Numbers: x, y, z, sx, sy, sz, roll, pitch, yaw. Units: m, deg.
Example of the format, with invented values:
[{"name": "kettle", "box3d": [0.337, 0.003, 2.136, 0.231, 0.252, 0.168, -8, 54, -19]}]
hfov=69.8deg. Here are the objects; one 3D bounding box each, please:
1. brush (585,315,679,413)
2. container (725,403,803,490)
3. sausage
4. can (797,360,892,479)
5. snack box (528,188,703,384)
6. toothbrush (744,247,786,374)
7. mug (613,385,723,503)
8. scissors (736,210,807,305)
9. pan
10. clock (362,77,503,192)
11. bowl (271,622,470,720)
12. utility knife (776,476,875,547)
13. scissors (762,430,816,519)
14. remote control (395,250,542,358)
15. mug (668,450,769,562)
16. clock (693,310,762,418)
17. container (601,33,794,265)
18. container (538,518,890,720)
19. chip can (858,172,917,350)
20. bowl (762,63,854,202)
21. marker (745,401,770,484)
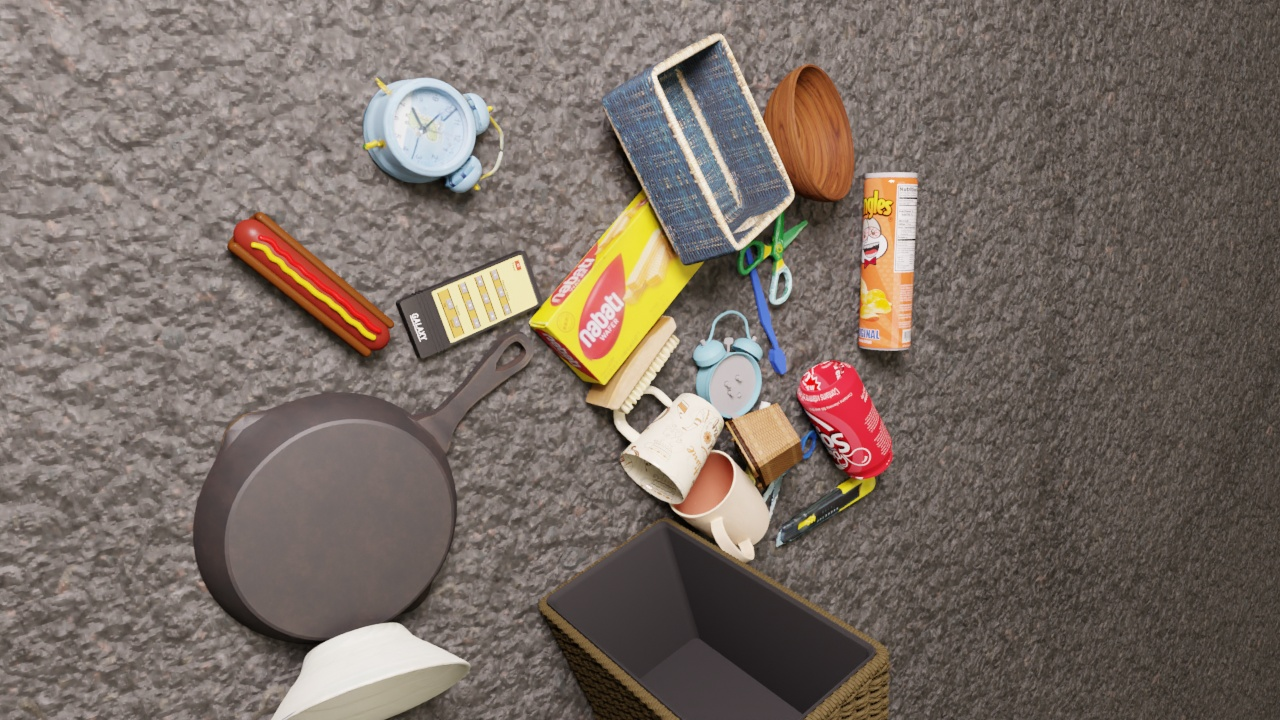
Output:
[{"name": "brush", "box3d": [-0.006, 0.006, 0.944, 0.039, 0.049, 0.117, 46, 72, -27]}, {"name": "container", "box3d": [0.138, 0.092, 1.005, 0.061, 0.063, 0.114, -29, 158, 1]}, {"name": "sausage", "box3d": [-0.272, -0.061, 0.766, 0.155, 0.040, 0.040, 44, 73, -30]}, {"name": "can", "box3d": [0.248, 0.072, 1.106, 0.074, 0.074, 0.142, -44, 118, -20]}, {"name": "snack box", "box3d": [-0.015, -0.079, 0.929, 0.200, 0.042, 0.092, -51, 119, -17]}, {"name": "toothbrush", "box3d": [0.137, -0.070, 1.053, 0.016, 0.011, 0.187, -27, 109, -27]}, {"name": "mug", "box3d": [0.023, 0.076, 0.973, 0.122, 0.081, 0.097, 40, 65, -4]}, {"name": "scissors", "box3d": [0.159, -0.121, 1.050, 0.128, 0.012, 0.119, -39, 116, -29]}, {"name": "pan", "box3d": [-0.220, 0.100, 0.822, 0.355, 0.043, 0.249, -46, 119, -19]}, {"name": "clock", "box3d": [-0.177, -0.197, 0.799, 0.124, 0.052, 0.089, 11, 90, -34]}, {"name": "bowl", "box3d": [-0.242, 0.273, 0.800, 0.176, 0.177, 0.057, -8, 61, -32]}, {"name": "utility knife", "box3d": [0.230, 0.186, 1.148, 0.170, 0.020, 0.029, -27, 109, -26]}, {"name": "scissors", "box3d": [0.178, 0.138, 1.109, 0.086, 0.016, 0.135, 10, 93, -35]}, {"name": "remote control", "box3d": [-0.157, -0.054, 0.857, 0.133, 0.013, 0.058, -28, 112, -27]}, {"name": "mug", "box3d": [0.095, 0.170, 1.005, 0.085, 0.111, 0.104, -30, 133, 18]}, {"name": "clock", "box3d": [0.099, 0.006, 1.018, 0.087, 0.042, 0.123, -5, 102, -33]}, {"name": "container", "box3d": [0.060, -0.207, 0.906, 0.144, 0.071, 0.187, -44, 112, -44]}, {"name": "container", "box3d": [0.076, 0.332, 0.897, 0.176, 0.321, 0.205, -30, 119, -26]}, {"name": "chip can", "box3d": [0.301, -0.120, 1.118, 0.062, 0.062, 0.210, -6, 101, -33]}, {"name": "bowl", "box3d": [0.171, -0.240, 1.002, 0.147, 0.069, 0.147, 14, 72, -52]}, {"name": "marker", "box3d": [0.133, 0.114, 1.074, 0.014, 0.014, 0.132, 11, 92, -34]}]
